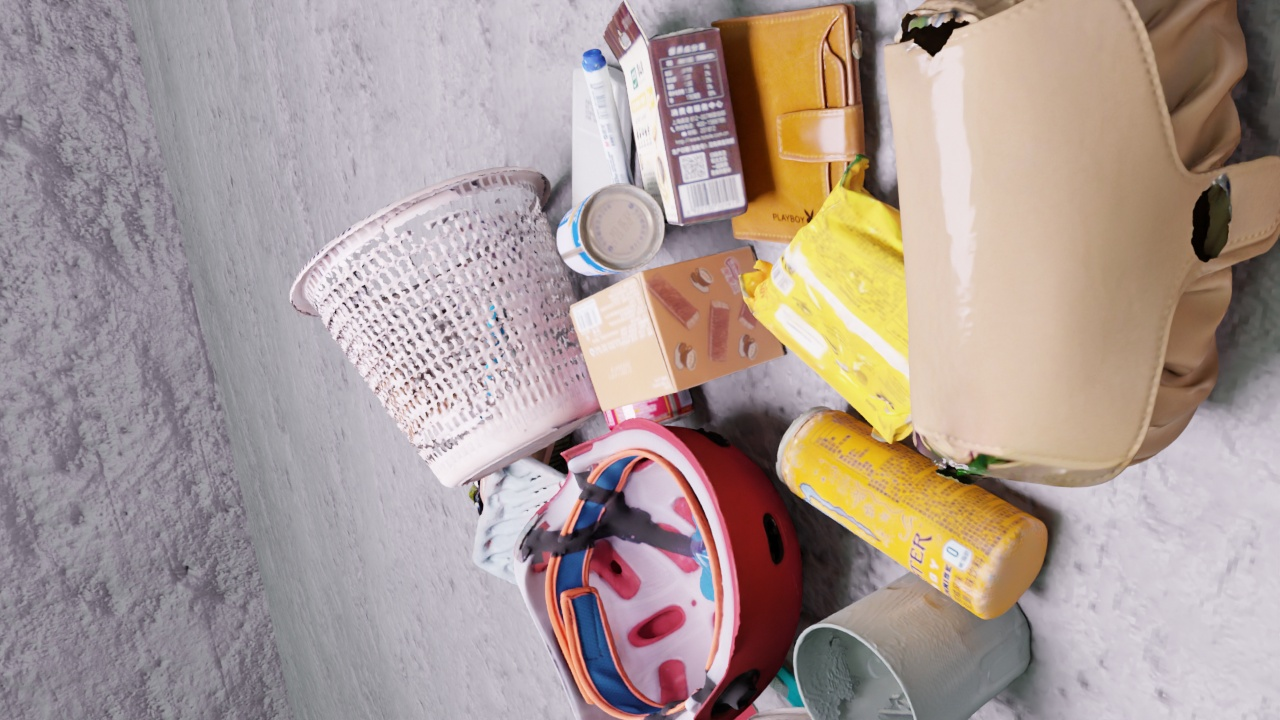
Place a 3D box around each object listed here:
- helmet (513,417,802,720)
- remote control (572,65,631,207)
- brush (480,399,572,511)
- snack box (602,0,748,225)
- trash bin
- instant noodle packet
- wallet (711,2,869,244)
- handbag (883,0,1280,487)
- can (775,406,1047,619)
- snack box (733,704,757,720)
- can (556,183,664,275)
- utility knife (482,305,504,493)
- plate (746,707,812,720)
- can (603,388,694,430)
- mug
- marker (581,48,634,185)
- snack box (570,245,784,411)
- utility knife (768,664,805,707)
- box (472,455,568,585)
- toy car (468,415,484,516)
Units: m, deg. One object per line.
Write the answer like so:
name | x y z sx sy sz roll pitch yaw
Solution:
helmet | 0.032 0.146 0.635 0.207 0.143 0.241 58 131 32
remote control | -0.029 -0.144 0.694 0.058 0.021 0.150 35 132 43
brush | -0.110 0.088 0.874 0.063 0.072 0.146 51 140 31
snack box | 0.019 -0.147 0.556 0.113 0.053 0.126 -130 30 -77
trash bin | -0.132 -0.014 0.735 0.192 0.226 0.228 62 146 5
instant noodle packet | 0.123 -0.029 0.485 0.128 0.044 0.111 47 136 8
wallet | 0.090 -0.131 0.521 0.119 0.035 0.131 21 124 54
handbag | 0.163 -0.052 0.340 0.100 0.147 0.205 17 123 54
can | 0.145 0.079 0.509 0.146 0.058 0.058 32 130 45
snack box | 0.012 0.259 0.737 0.127 0.113 0.044 56 142 23
can | -0.024 -0.084 0.608 0.134 0.053 0.053 -159 55 -78
utility knife | -0.139 0.035 0.853 0.034 0.018 0.207 111 160 -48
plate | 0.118 0.263 0.592 0.164 0.164 0.034 111 176 -49
can | -0.004 0.004 0.684 0.067 0.066 0.094 -16 91 57
mug | 0.158 0.180 0.496 0.124 0.103 0.084 62 145 14
marker | -0.017 -0.146 0.637 0.017 0.016 0.146 38 154 41
snack box | 0.023 -0.020 0.608 0.093 0.094 0.077 -19 89 57
utility knife | 0.091 0.228 0.697 0.178 0.013 0.029 39 133 40
box | -0.082 0.174 0.862 0.161 0.049 0.202 32 136 12
toy car | -0.157 0.118 0.983 0.070 0.042 0.158 31 128 46
